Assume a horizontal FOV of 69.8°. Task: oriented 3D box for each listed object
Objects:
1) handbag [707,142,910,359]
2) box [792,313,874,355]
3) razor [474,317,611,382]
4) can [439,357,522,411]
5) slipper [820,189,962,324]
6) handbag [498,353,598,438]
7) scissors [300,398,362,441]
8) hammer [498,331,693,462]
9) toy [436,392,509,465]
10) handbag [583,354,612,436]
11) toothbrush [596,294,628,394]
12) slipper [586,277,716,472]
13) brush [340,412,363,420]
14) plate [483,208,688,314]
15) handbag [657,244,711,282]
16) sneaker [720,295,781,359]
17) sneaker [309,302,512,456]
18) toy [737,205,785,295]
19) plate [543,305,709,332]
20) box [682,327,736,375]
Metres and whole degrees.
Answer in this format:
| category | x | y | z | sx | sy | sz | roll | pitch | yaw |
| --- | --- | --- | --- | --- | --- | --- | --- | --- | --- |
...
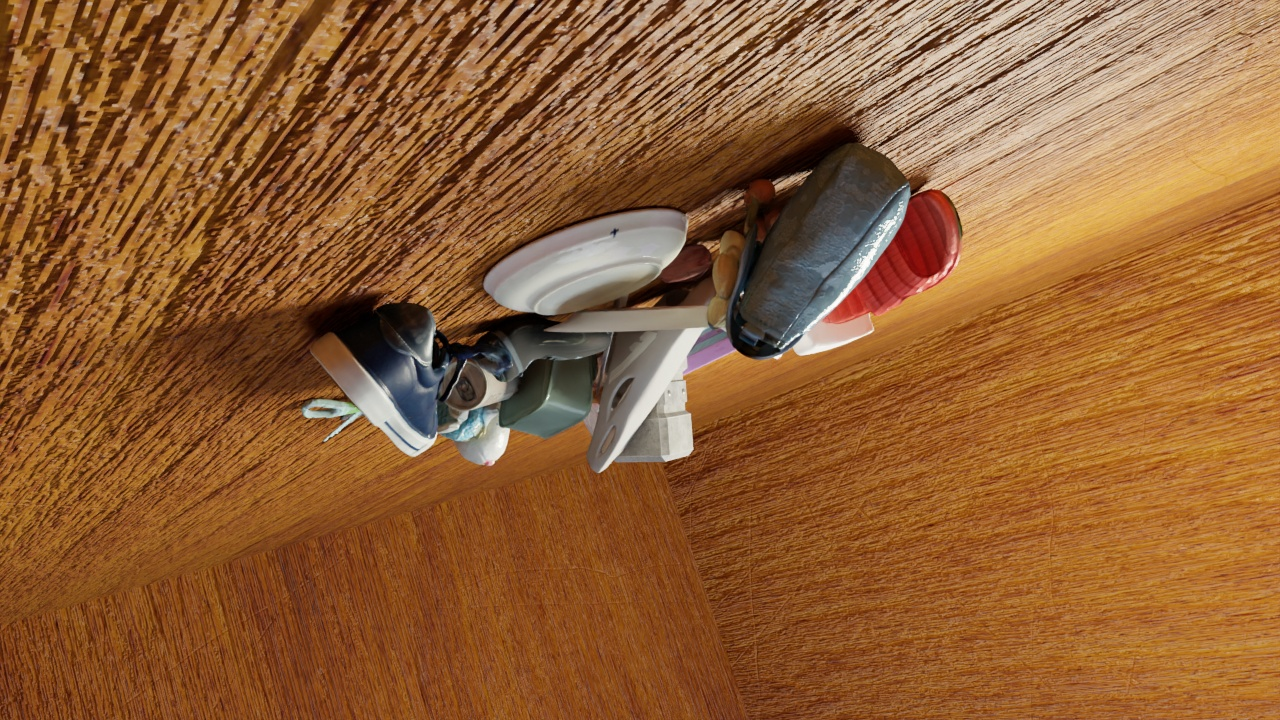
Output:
| category | x | y | z | sx | sy | sz | roll | pitch | yaw |
| --- | --- | --- | --- | --- | --- | --- | --- | --- | --- |
| handbag | 0.127 | -0.094 | 0.746 | 0.192 | 0.118 | 0.121 | -55 | 173 | 19 |
| box | 0.229 | -0.066 | 1.184 | 0.102 | 0.107 | 0.091 | -16 | 174 | -19 |
| razor | -0.097 | -0.011 | 0.934 | 0.140 | 0.063 | 0.053 | -2 | 173 | -24 |
| can | -0.170 | 0.022 | 0.993 | 0.054 | 0.054 | 0.135 | -20 | 179 | 9 |
| slipper | 0.254 | -0.101 | 1.016 | 0.059 | 0.103 | 0.249 | -18 | 169 | -31 |
| handbag | -0.105 | 0.028 | 1.068 | 0.067 | 0.106 | 0.122 | 19 | 150 | -30 |
| scissors | -0.306 | 0.052 | 1.034 | 0.172 | 0.021 | 0.172 | -33 | 164 | 23 |
| hammer | -0.093 | 0.050 | 1.204 | 0.318 | 0.162 | 0.082 | -4 | 180 | 29 |
| toy | -0.197 | 0.078 | 1.120 | 0.131 | 0.105 | 0.205 | -23 | 179 | 3 |
| handbag | -0.036 | 0.059 | 1.328 | 0.069 | 0.126 | 0.159 | -12 | 171 | -25 |
| toothbrush | -0.031 | -0.019 | 0.989 | 0.010 | 0.010 | 0.182 | -15 | 146 | -23 |
| slipper | -0.006 | 0.006 | 1.044 | 0.266 | 0.080 | 0.112 | -59 | 167 | 24 |
| brush | -0.280 | 0.043 | 1.084 | 0.151 | 0.012 | 0.039 | -17 | 171 | -16 |
| plate | -0.041 | -0.075 | 0.779 | 0.182 | 0.034 | 0.182 | -18 | 172 | -3 |
| handbag | 0.047 | -0.090 | 0.917 | 0.055 | 0.029 | 0.119 | -18 | 177 | 7 |
| sneaker | 0.148 | -0.069 | 1.064 | 0.104 | 0.090 | 0.236 | -57 | 169 | 8 |
| sneaker | -0.199 | 0.011 | 0.835 | 0.127 | 0.120 | 0.295 | -40 | 174 | -14 |
| toy | 0.126 | -0.106 | 0.852 | 0.094 | 0.065 | 0.128 | -8 | 162 | -41 |
| plate | 0.004 | -0.041 | 0.862 | 0.188 | 0.016 | 0.188 | -2 | -176 | 0 |
| box | 0.119 | -0.045 | 1.274 | 0.215 | 0.065 | 0.077 | -27 | -178 | 44 |
